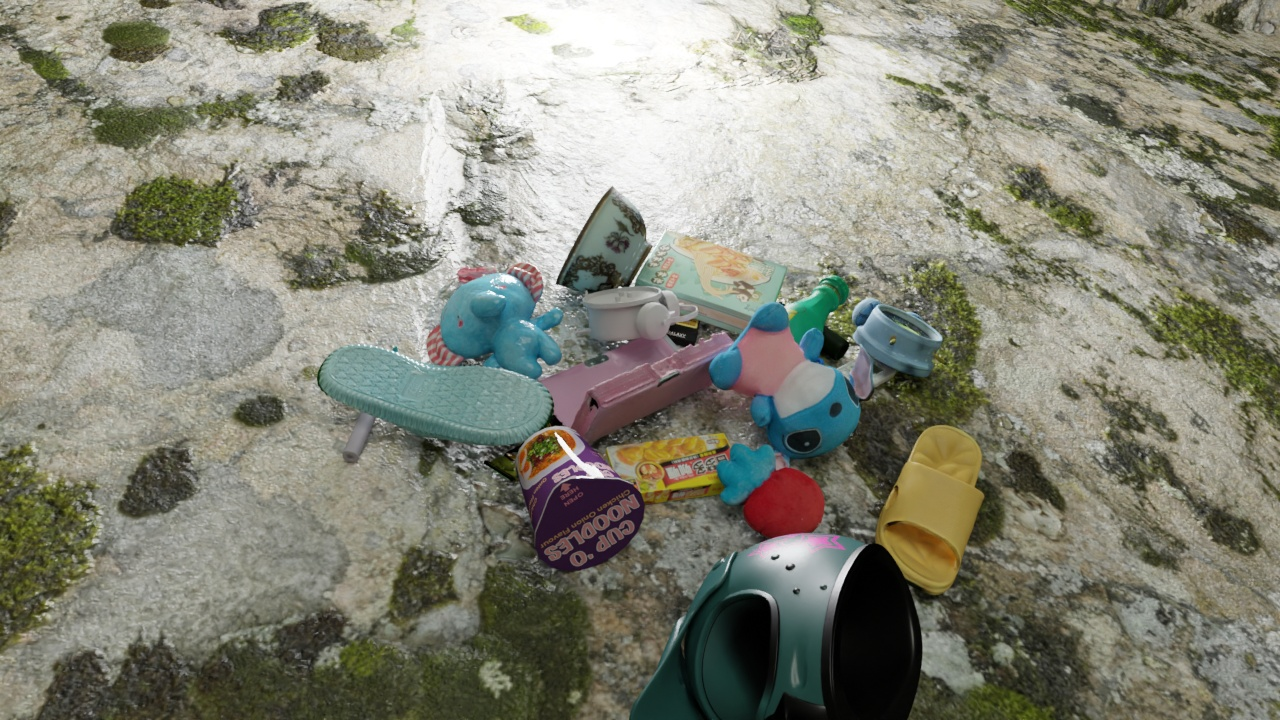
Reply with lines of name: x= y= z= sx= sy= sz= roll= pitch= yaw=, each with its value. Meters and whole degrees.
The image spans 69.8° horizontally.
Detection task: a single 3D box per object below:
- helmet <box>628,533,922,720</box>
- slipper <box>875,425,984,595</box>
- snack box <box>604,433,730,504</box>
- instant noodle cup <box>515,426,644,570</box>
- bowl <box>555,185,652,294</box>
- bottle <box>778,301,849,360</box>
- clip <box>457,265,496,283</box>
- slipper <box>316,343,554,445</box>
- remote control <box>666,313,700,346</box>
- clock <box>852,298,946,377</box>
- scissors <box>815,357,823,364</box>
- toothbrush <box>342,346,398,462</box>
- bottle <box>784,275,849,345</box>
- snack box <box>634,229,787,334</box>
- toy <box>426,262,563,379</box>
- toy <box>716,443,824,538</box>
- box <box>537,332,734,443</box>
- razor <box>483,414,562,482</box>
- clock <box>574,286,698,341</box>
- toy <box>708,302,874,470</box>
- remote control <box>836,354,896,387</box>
helmet: x=0.116 y=0.267 z=0.810 sx=0.273 sy=0.201 sz=0.176 roll=-36 pitch=103 yaw=-55
slipper: x=0.348 y=0.154 z=1.078 sx=0.099 sy=0.079 sz=0.262 roll=22 pitch=42 yaw=16
snack box: x=0.039 y=0.128 z=1.078 sx=0.152 sy=0.025 sz=0.075 roll=-5 pitch=44 yaw=-17
instant noodle cup: x=-0.079 y=0.133 z=0.980 sx=0.122 sy=0.137 sz=0.122 roll=-32 pitch=42 yaw=-6
bowl: x=-0.041 y=-0.154 z=1.293 sx=0.094 sy=0.160 sz=0.159 roll=30 pitch=42 yaw=-3
bottle: x=0.242 y=-0.046 z=1.313 sx=0.032 sy=0.033 sz=0.123 roll=-27 pitch=53 yaw=-35
clip: x=-0.229 y=-0.123 z=1.295 sx=0.060 sy=0.045 sz=0.023 roll=20 pitch=37 yaw=-11
slipper: x=-0.240 y=0.049 z=1.074 sx=0.276 sy=0.070 sz=0.115 roll=14 pitch=44 yaw=2
remote control: x=0.059 y=-0.069 z=1.312 sx=0.058 sy=0.013 sz=0.133 roll=13 pitch=41 yaw=2
clock: x=0.357 y=-0.036 z=1.287 sx=0.118 sy=0.060 sz=0.162 roll=17 pitch=24 yaw=-18
scissors: x=0.224 y=0.050 z=1.197 sx=0.123 sy=0.016 sz=0.125 roll=20 pitch=60 yaw=25
toothbrush: x=-0.317 y=0.047 z=1.095 sx=0.018 sy=0.019 sz=0.187 roll=7 pitch=41 yaw=0
bottle: x=0.213 y=-0.044 z=1.250 sx=0.068 sy=0.068 sz=0.209 roll=33 pitch=57 yaw=23
snack box: x=0.102 y=-0.112 z=1.325 sx=0.193 sy=0.044 sz=0.141 roll=19 pitch=42 yaw=8
toy: x=-0.178 y=-0.044 z=1.156 sx=0.183 sy=0.115 sz=0.180 roll=-40 pitch=54 yaw=-14
toy: x=0.146 y=0.151 z=1.041 sx=0.133 sy=0.062 sz=0.092 roll=38 pitch=62 yaw=14
box: x=-0.009 y=0.006 z=1.140 sx=0.232 sy=0.107 sz=0.115 roll=-24 pitch=67 yaw=-36
razor: x=-0.123 y=0.093 z=1.088 sx=0.044 sy=0.021 sz=0.143 roll=29 pitch=42 yaw=19
clock: x=-0.003 y=-0.066 z=1.218 sx=0.159 sy=0.061 sz=0.119 roll=-2 pitch=16 yaw=16
toy: x=0.175 y=0.042 z=1.122 sx=0.191 sy=0.099 sz=0.223 roll=44 pitch=80 yaw=1
remote control: x=0.290 y=0.028 z=1.248 sx=0.133 sy=0.022 sz=0.050 roll=-23 pitch=51 yaw=-33
